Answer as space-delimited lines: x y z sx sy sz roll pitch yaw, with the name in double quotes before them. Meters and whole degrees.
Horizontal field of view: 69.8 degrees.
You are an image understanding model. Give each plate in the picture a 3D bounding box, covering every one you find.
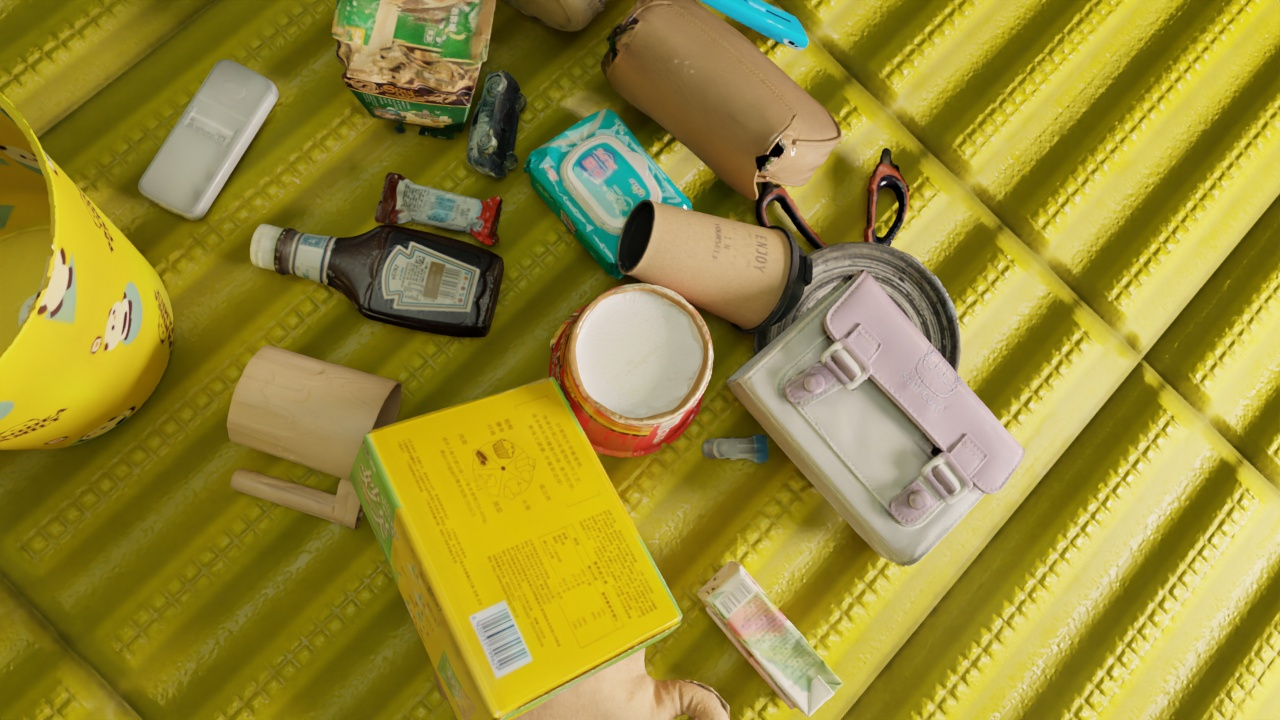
"plate" 0.186 -0.013 0.790 0.179 0.024 0.179 0 88 -1

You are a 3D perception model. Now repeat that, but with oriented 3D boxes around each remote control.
"remote control" -0.354 -0.182 0.755 0.056 0.020 0.135 26 78 -2

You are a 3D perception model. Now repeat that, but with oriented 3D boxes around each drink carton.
"drink carton" 0.100 0.221 0.729 0.045 0.053 0.122 -40 88 -8

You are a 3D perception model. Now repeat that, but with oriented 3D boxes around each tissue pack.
"tissue pack" -0.024 -0.140 0.777 0.093 0.050 0.133 -40 88 -13

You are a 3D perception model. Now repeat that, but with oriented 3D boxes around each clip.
"clip" 0.081 0.075 0.773 0.056 0.026 0.024 1 82 -20

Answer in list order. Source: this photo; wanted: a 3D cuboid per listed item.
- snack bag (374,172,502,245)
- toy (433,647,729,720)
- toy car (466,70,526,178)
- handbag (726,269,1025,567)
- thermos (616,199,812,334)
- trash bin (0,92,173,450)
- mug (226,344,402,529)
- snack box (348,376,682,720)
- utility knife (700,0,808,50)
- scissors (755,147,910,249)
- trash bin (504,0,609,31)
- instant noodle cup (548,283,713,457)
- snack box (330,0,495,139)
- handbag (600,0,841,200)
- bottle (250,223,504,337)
"snack bag" -0.166 -0.126 0.767 0.105 0.026 0.045 12 88 -5
"toy" -0.046 0.247 0.690 0.226 0.083 0.143 33 74 -3
"toy car" -0.123 -0.201 0.780 0.034 0.043 0.090 5 83 27
"handbag" 0.188 0.044 0.732 0.145 0.098 0.197 -42 90 -8
"thermos" 0.058 -0.079 0.740 0.143 0.093 0.093 16 77 -25
"trash bin" -0.443 -0.043 0.597 0.229 0.255 0.229 1 79 -7
"mug" -0.252 0.059 0.704 0.103 0.084 0.125 18 104 -3
"snack box" -0.090 0.130 0.650 0.157 0.070 0.210 -18 68 -35
"utility knife" 0.076 -0.310 0.791 0.187 0.018 0.034 8 61 -39
"scissors" 0.190 -0.087 0.814 0.189 0.015 0.226 10 83 -4
"trash bin" -0.058 -0.392 0.748 0.227 0.227 0.192 33 90 -1
"instant noodle cup" -0.004 0.004 0.725 0.138 0.109 0.137 1 80 -8
"snack box" -0.181 -0.252 0.748 0.118 0.106 0.117 8 77 -8
"handbag" 0.062 -0.217 0.761 0.204 0.147 0.100 42 121 7
"bottle" -0.213 -0.072 0.744 0.195 0.044 0.079 12 78 -5
